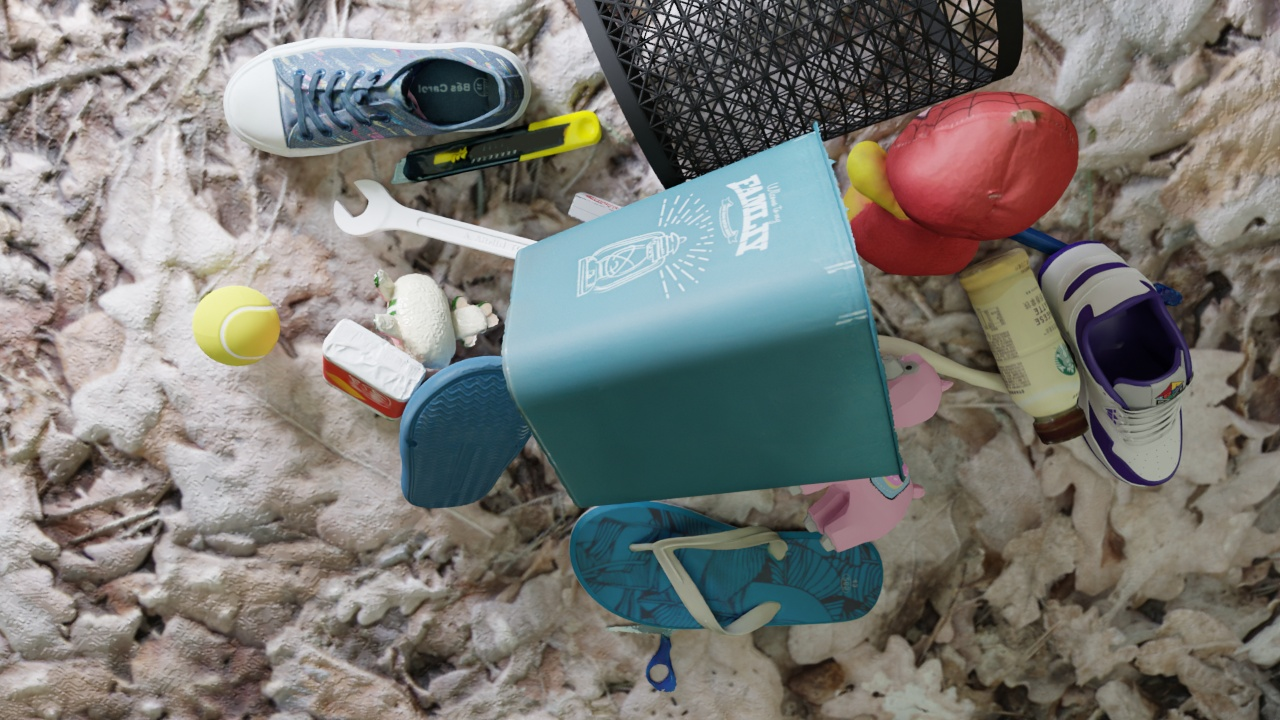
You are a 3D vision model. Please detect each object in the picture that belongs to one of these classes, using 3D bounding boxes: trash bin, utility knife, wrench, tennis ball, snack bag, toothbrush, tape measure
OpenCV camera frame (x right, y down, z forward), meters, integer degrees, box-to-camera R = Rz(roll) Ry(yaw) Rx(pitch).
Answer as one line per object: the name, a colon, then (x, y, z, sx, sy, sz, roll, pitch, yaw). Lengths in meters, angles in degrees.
trash bin: (0.097, -0.243, 0.640, 0.243, 0.216, 0.217, -24, 106, 11)
utility knife: (-0.117, -0.169, 0.736, 0.174, 0.020, 0.029, -14, 104, -1)
wrench: (-0.117, -0.093, 0.723, 0.273, 0.009, 0.047, 16, 88, 10)
tennis ball: (-0.327, -0.028, 0.744, 0.065, 0.065, 0.065, -1, 106, -3)
snack bag: (-0.216, 0.011, 0.736, 0.077, 0.116, 0.036, 33, 70, -9)
trash bin: (0.041, -0.013, 0.615, 0.219, 0.196, 0.199, -14, 131, 12)
toothbrush: (0.384, -0.085, 0.789, 0.190, 0.017, 0.016, 21, 103, -8)
tape measure: (-0.025, -0.114, 0.737, 0.060, 0.062, 0.020, 22, 103, -3)

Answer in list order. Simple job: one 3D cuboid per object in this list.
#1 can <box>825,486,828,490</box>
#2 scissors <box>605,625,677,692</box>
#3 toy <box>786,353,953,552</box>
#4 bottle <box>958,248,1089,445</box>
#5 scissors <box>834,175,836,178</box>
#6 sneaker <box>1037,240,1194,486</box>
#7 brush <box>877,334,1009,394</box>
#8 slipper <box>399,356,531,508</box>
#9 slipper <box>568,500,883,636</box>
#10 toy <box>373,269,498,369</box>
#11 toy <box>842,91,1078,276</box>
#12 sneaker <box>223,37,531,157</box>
can: (0.174, 0.069, 0.804, 0.059, 0.054, 0.100, -27, 106, 2)
scissors: (0.030, 0.259, 0.870, 0.127, 0.014, 0.133, 0, 107, -3)
toy: (0.189, 0.072, 0.745, 0.157, 0.067, 0.123, -35, 106, -1)
bottle: (0.325, -0.010, 0.768, 0.056, 0.056, 0.162, -24, 91, 4)
scissors: (0.102, -0.131, 0.711, 0.128, 0.125, 0.011, -2, 93, 29)
sneaker: (0.416, 0.020, 0.764, 0.092, 0.111, 0.244, -27, 111, 10)
brush: (0.221, -0.013, 0.787, 0.272, 0.062, 0.077, 22, 120, -13)
slipper: (-0.148, 0.058, 0.743, 0.103, 0.059, 0.214, 2, 145, -25)
slipper: (0.081, 0.196, 0.826, 0.295, 0.060, 0.118, 6, 98, -6)
toy: (-0.174, -0.033, 0.747, 0.050, 0.087, 0.112, -36, 150, 30)
toy: (0.229, -0.123, 0.669, 0.147, 0.216, 0.098, -3, 82, -4)
sneaker: (-0.202, -0.203, 0.693, 0.235, 0.079, 0.087, -5, 106, -2)
